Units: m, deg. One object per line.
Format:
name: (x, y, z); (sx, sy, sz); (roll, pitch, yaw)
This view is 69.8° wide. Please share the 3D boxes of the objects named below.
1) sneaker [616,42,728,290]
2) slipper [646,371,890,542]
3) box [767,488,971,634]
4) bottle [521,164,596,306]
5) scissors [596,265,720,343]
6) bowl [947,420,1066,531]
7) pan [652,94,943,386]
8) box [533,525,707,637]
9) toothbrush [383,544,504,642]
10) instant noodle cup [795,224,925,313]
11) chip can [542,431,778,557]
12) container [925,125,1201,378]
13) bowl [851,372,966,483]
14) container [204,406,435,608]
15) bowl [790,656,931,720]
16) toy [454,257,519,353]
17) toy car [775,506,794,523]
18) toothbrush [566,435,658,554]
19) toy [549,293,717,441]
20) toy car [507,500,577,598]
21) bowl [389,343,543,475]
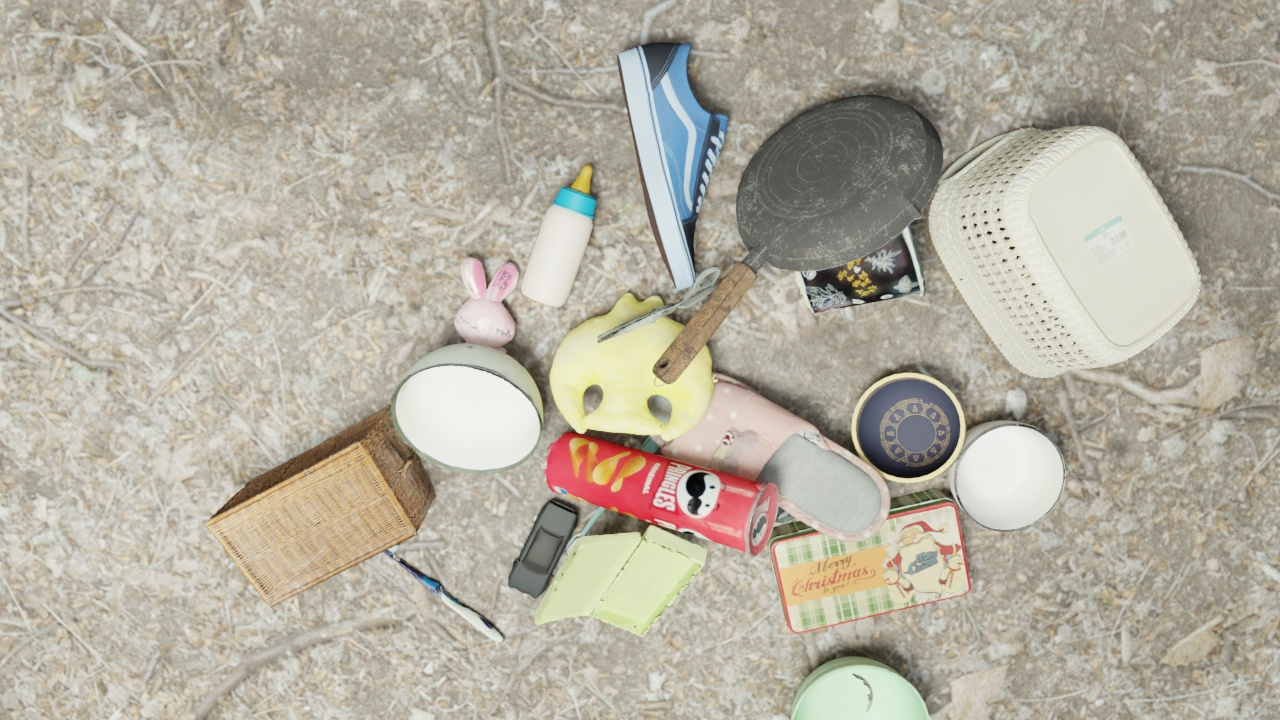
sneaker: (0.048, -0.195, 0.907); (0.098, 0.083, 0.241); (-12, 98, -1)
slipper: (0.125, 0.096, 0.937); (0.274, 0.054, 0.114); (27, 89, 12)
box: (0.246, 0.218, 0.995); (0.205, 0.050, 0.118); (-12, 99, 3)
bottle: (-0.077, -0.129, 0.933); (0.051, 0.051, 0.146); (20, 99, -3)
scissors: (0.029, -0.048, 0.923); (0.170, 0.095, 0.014); (-35, 66, -2)
bowl: (0.377, 0.115, 0.966); (0.116, 0.065, 0.116); (0, 100, 0)
pan: (0.125, -0.116, 0.851); (0.356, 0.208, 0.040); (-48, 133, -6)
box: (-0.026, 0.229, 0.949); (0.141, 0.043, 0.188); (8, 140, -16)
toothbrush: (-0.223, 0.253, 1.020); (0.189, 0.016, 0.017); (41, 88, -6)
instant noodle cup: (0.205, -0.111, 0.901); (0.112, 0.137, 0.137); (-18, 99, 14)
chip can: (0.016, 0.128, 0.919); (0.233, 0.073, 0.073); (12, 101, 27)
container: (0.410, -0.106, 0.888); (0.184, 0.143, 0.246); (-38, 98, -7)
bowl: (0.283, 0.073, 0.956); (0.113, 0.061, 0.112); (-6, 76, 26)
container: (-0.323, 0.151, 0.953); (0.198, 0.113, 0.113); (-26, 103, 6)
bowl: (0.234, 0.388, 1.009); (0.151, 0.077, 0.151); (0, 100, 0)
toy: (-0.160, -0.051, 0.951); (0.063, 0.047, 0.110); (4, 97, -9)
toy car: (0.138, 0.132, 0.984); (0.042, 0.036, 0.091); (-34, 91, 5)
toothbrush: (-0.025, 0.141, 0.999); (0.016, 0.016, 0.181); (36, 97, -5)
toy: (-0.006, 0.005, 0.937); (0.170, 0.065, 0.154); (5, 71, 5)
toy car: (-0.107, 0.207, 1.001); (0.046, 0.034, 0.112); (25, 99, -4)
bowl: (-0.170, 0.041, 0.938); (0.153, 0.072, 0.154); (4, 130, 4)
